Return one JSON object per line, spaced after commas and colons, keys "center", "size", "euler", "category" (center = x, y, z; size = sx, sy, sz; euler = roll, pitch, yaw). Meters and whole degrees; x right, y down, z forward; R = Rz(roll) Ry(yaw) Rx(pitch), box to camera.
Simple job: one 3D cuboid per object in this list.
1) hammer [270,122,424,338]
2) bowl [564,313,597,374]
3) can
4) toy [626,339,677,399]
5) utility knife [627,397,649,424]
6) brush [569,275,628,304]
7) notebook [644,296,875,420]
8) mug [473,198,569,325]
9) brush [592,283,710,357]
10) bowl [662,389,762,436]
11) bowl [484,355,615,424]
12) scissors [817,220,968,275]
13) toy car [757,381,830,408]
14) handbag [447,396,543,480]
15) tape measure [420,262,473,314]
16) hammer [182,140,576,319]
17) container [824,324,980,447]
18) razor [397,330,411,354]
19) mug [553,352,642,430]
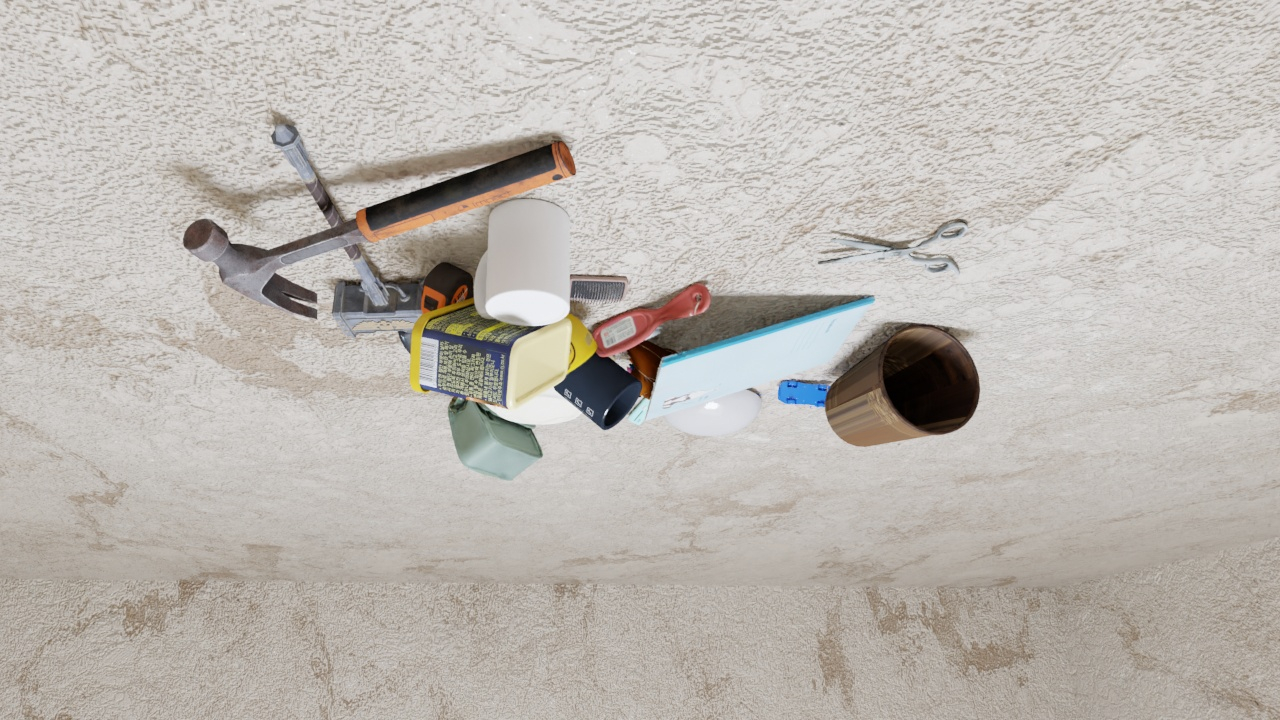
{"center": [-0.267, -0.109, 0.834], "size": [0.098, 0.044, 0.322], "euler": [-2, 156, 1], "category": "hammer"}
{"center": [-0.114, -0.017, 1.003], "size": [0.117, 0.067, 0.117], "euler": [-26, -165, 7], "category": "bowl"}
{"center": [-0.140, -0.008, 0.884], "size": [0.104, 0.075, 0.135], "euler": [12, -163, 17], "category": "can"}
{"center": [-0.006, 0.007, 1.110], "size": [0.103, 0.070, 0.090], "euler": [38, 145, -10], "category": "toy"}
{"center": [0.013, 0.058, 1.298], "size": [0.022, 0.015, 0.166], "euler": [33, 152, -1], "category": "utility knife"}
{"center": [-0.081, -0.072, 0.963], "size": [0.135, 0.015, 0.050], "euler": [1, 157, -7], "category": "brush"}
{"center": [0.131, 0.001, 1.061], "size": [0.253, 0.009, 0.181], "euler": [-17, 159, -12], "category": "notebook"}
{"center": [-0.114, -0.082, 0.836], "size": [0.111, 0.090, 0.073], "euler": [-20, 152, 39], "category": "mug"}
{"center": [0.016, -0.044, 1.019], "size": [0.173, 0.041, 0.030], "euler": [-23, 167, 38], "category": "brush"}
{"center": [0.098, 0.079, 1.308], "size": [0.149, 0.043, 0.150], "euler": [1, 158, 0], "category": "bowl"}
{"center": [-0.130, 0.038, 1.178], "size": [0.220, 0.060, 0.188], "euler": [-17, 154, 32], "category": "bowl"}
{"center": [0.258, -0.103, 0.911], "size": [0.142, 0.014, 0.158], "euler": [-17, 154, 28], "category": "scissors"}
{"center": [0.214, 0.048, 1.272], "size": [0.092, 0.033, 0.062], "euler": [6, 173, -7], "category": "toy car"}
{"center": [-0.200, 0.100, 1.269], "size": [0.067, 0.106, 0.121], "euler": [-36, 147, 16], "category": "handbag"}
{"center": [-0.196, -0.067, 0.910], "size": [0.038, 0.058, 0.059], "euler": [27, 157, 12], "category": "tape measure"}
{"center": [-0.201, -0.112, 0.767], "size": [0.315, 0.035, 0.138], "euler": [-16, 152, 11], "category": "hammer"}
{"center": [0.313, 0.044, 1.141], "size": [0.132, 0.132, 0.168], "euler": [5, 163, -16], "category": "container"}
{"center": [-0.244, -0.015, 1.052], "size": [0.064, 0.053, 0.140], "euler": [0, 157, 16], "category": "razor"}
{"center": [-0.045, 0.033, 1.090], "size": [0.077, 0.071, 0.105], "euler": [38, -175, 19], "category": "mug"}
